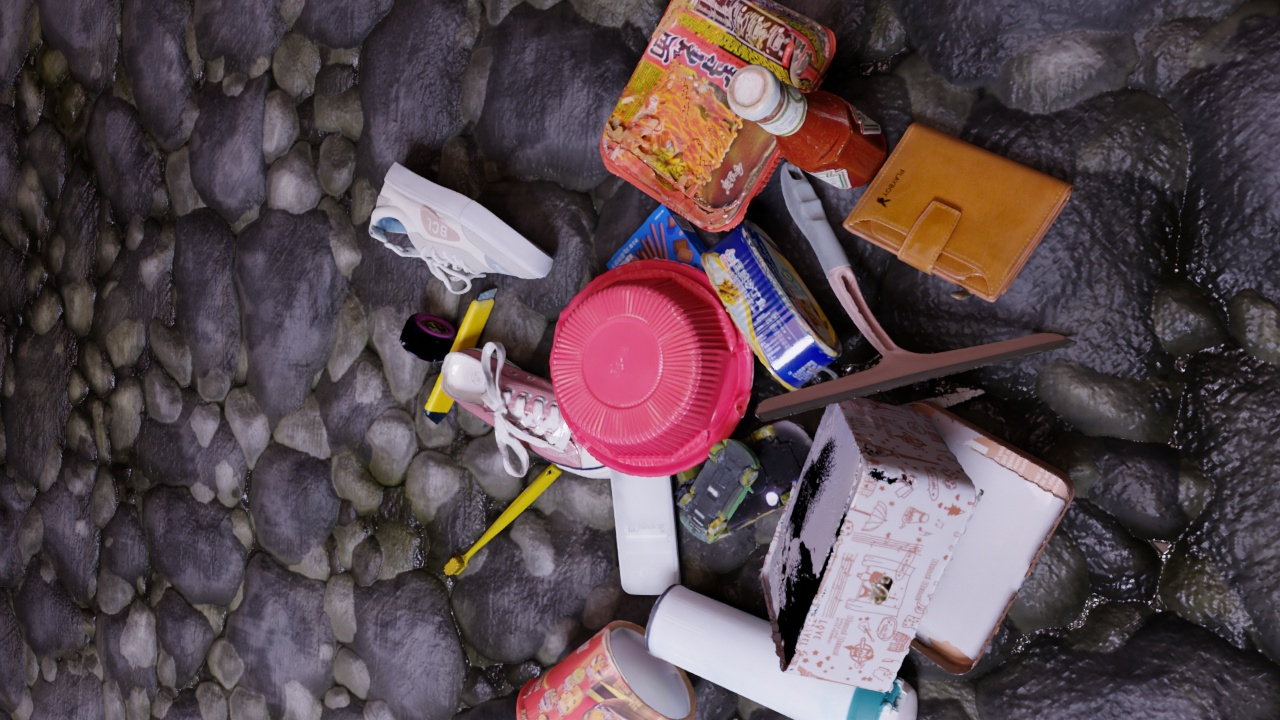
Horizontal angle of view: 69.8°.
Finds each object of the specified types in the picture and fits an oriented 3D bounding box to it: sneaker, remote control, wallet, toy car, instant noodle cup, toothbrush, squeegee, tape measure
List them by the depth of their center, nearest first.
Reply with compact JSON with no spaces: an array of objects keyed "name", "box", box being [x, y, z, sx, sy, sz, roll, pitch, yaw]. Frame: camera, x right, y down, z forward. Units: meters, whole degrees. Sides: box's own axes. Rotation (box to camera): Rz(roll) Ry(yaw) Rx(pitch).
[{"name":"wallet","box":[0.234,-0.108,0.694,0.131,0.035,0.119,33,83,27]},{"name":"squeegee","box":[0.162,-0.067,0.722,0.040,0.247,0.249,92,161,-52]},{"name":"toothbrush","box":[0.213,0.084,0.731,0.017,0.014,0.189,13,97,39]},{"name":"toy car","box":[0.067,0.106,0.759,0.043,0.036,0.091,41,118,29]},{"name":"instant noodle cup","box":[0.068,-0.214,0.783,0.164,0.079,0.189,40,108,27]},{"name":"instant noodle cup","box":[-0.005,0.005,0.783,0.194,0.065,0.193,-1,87,24]},{"name":"toy car","box":[0.092,0.105,0.788,0.159,0.042,0.070,-33,74,36]},{"name":"instant noodle cup","box":[-0.025,0.306,0.817,0.109,0.137,0.138,-48,66,13]},{"name":"remote control","box":[0.005,0.148,0.838,0.056,0.020,0.136,-4,99,11]},{"name":"sneaker","box":[-0.110,0.049,0.888,0.241,0.087,0.118,24,102,26]},{"name":"sneaker","box":[-0.196,-0.123,0.941,0.242,0.089,0.090,30,90,33]},{"name":"toothbrush","box":[-0.146,0.168,0.954,0.190,0.016,0.015,-45,68,24]},{"name":"tape measure","box":[-0.228,-0.022,0.983,0.057,0.057,0.039,30,111,8]}]

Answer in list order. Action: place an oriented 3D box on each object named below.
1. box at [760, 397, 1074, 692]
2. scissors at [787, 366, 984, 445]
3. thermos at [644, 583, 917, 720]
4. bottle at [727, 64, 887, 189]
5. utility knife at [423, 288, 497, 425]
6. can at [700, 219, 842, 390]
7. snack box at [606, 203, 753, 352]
[{"name":"box","box":[0.202,0.137,0.668,0.181,0.153,0.183,14,112,-4]},{"name":"scissors","box":[0.184,0.049,0.739,0.175,0.014,0.160,49,119,29]},{"name":"thermos","box":[0.115,0.257,0.763,0.224,0.073,0.073,15,98,31]},{"name":"bottle","box":[0.124,-0.172,0.674,0.060,0.205,0.059,-1,88,32]},{"name":"utility knife","box":[-0.192,-0.005,0.977,0.015,0.033,0.165,34,103,32]},{"name":"can","box":[0.108,-0.048,0.760,0.049,0.074,0.148,-41,61,24]},{"name":"snack box","box":[0.040,-0.056,0.830,0.085,0.026,0.157,-45,68,29]}]
